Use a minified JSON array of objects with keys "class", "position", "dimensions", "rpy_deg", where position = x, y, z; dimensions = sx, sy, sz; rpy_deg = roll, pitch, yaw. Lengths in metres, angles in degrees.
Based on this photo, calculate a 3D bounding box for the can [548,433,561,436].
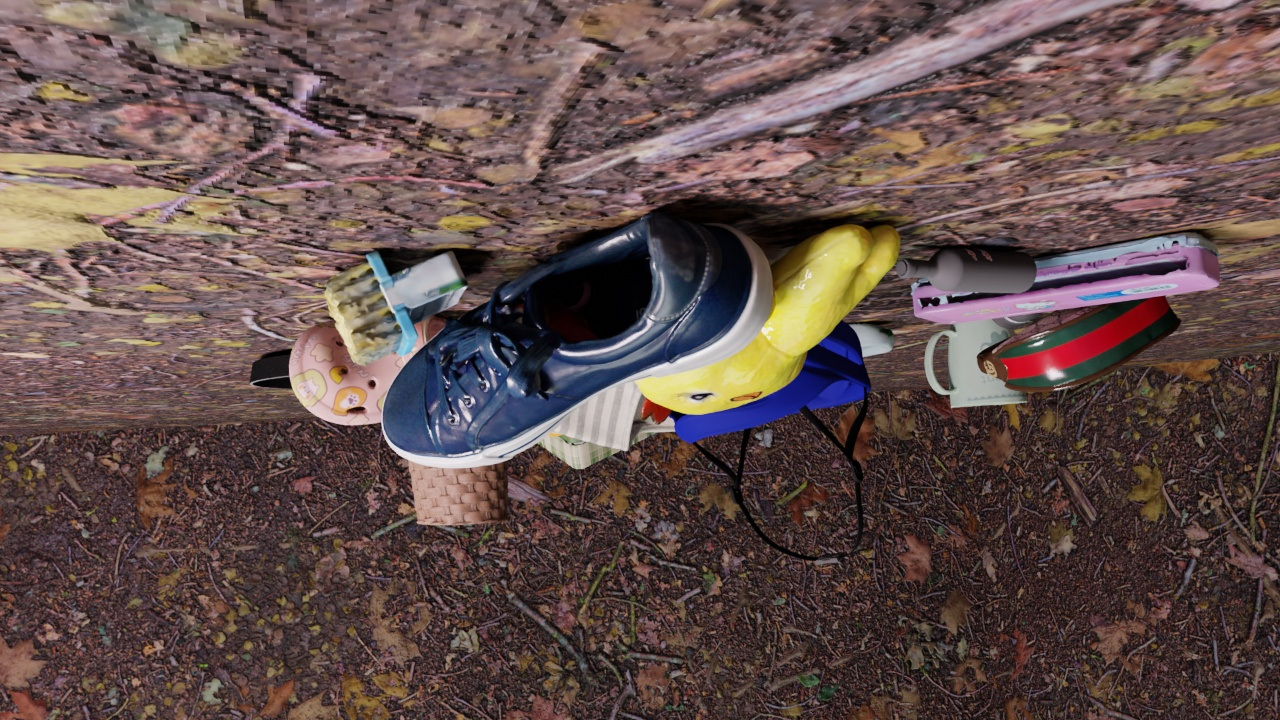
[{"class":"can","position":[-0.055,0.023,0.940],"dimensions":[0.142,0.079,0.079],"rpy_deg":[-21,-178,-24]}]

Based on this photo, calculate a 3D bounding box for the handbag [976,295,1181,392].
[{"class":"handbag","position":[0.372,-0.027,0.791],"dimensions":[0.166,0.063,0.138],"rpy_deg":[-27,-174,-18]}]

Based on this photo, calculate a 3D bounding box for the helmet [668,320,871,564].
[{"class":"helmet","position":[0.103,0.052,0.741],"dimensions":[0.241,0.227,0.148],"rpy_deg":[5,162,-42]}]

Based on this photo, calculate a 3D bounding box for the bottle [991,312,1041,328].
[{"class":"bottle","position":[0.336,-0.051,0.814],"dimensions":[0.036,0.036,0.110],"rpy_deg":[-5,175,11]}]

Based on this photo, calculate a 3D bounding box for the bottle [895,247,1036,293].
[{"class":"bottle","position":[0.223,-0.062,0.636],"dimensions":[0.112,0.030,0.030],"rpy_deg":[-1,175,-27]}]

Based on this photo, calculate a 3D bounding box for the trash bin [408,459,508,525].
[{"class":"trash bin","position":[-0.247,0.108,1.217],"dimensions":[0.151,0.210,0.151],"rpy_deg":[-3,175,0]}]

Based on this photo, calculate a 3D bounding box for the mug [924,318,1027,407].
[{"class":"mug","position":[0.380,0.001,1.051],"dimensions":[0.111,0.104,0.084],"rpy_deg":[-4,175,-10]}]

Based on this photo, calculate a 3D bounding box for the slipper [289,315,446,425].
[{"class":"slipper","position":[-0.190,-0.004,0.774],"dimensions":[0.196,0.093,0.082],"rpy_deg":[-2,155,-38]}]

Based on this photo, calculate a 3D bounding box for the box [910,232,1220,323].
[{"class":"box","position":[0.319,-0.062,0.708],"dimensions":[0.215,0.036,0.076],"rpy_deg":[-8,170,42]}]

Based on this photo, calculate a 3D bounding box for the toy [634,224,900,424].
[{"class":"toy","position":[0.070,-0.025,0.586],"dimensions":[0.208,0.092,0.133],"rpy_deg":[-27,166,39]}]

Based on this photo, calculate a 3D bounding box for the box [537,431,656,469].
[{"class":"box","position":[-0.021,0.045,1.030],"dimensions":[0.205,0.050,0.118],"rpy_deg":[-23,-150,-29]}]

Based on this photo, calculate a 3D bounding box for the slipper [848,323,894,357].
[{"class":"slipper","position":[0.195,0.012,1.121],"dimensions":[0.246,0.074,0.104],"rpy_deg":[-18,163,39]}]

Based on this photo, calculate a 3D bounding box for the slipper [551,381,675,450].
[{"class":"slipper","position":[-0.007,0.026,0.842],"dimensions":[0.272,0.115,0.054],"rpy_deg":[8,-155,-32]}]

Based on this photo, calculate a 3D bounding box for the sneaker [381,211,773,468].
[{"class":"sneaker","position":[-0.076,-0.007,0.532],"dimensions":[0.295,0.120,0.127],"rpy_deg":[-24,155,34]}]

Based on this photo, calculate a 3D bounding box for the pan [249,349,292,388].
[{"class":"pan","position":[-0.360,0.018,1.099],"dimensions":[0.225,0.034,0.357],"rpy_deg":[0,174,-34]}]

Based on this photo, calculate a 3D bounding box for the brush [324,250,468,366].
[{"class":"brush","position":[-0.156,-0.033,0.586],"dimensions":[0.075,0.055,0.136],"rpy_deg":[-25,-178,-18]}]
